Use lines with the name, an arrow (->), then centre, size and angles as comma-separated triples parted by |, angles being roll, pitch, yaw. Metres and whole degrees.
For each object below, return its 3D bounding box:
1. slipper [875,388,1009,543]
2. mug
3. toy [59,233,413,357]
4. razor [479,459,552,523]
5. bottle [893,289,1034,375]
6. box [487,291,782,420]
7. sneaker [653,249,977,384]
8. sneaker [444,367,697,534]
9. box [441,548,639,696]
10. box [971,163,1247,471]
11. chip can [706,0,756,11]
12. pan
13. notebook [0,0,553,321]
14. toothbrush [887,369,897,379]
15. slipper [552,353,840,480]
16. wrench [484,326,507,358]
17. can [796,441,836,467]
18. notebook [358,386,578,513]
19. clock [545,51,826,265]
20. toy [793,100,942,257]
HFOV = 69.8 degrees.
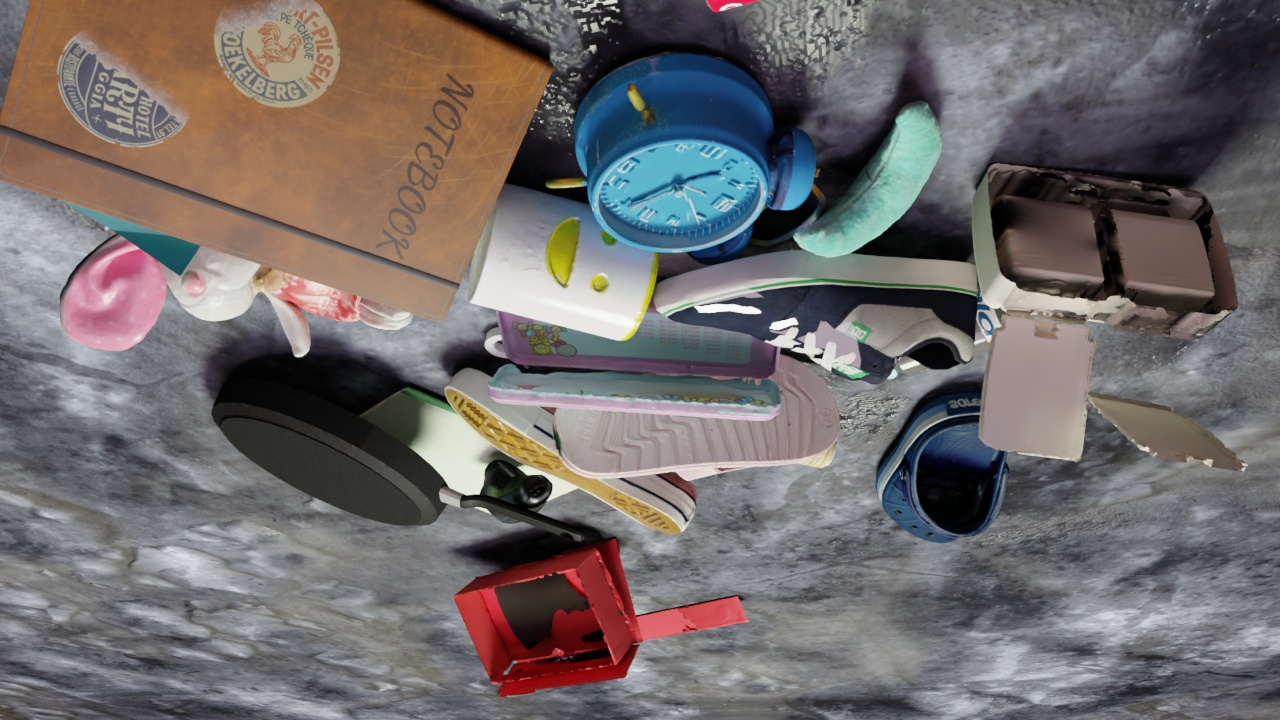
slipper -> 0.290, 0.120, 0.879 | 0.105, 0.095, 0.253 | -5, 145, 4
mug -> -0.051, -0.063, 0.595 | 0.106, 0.082, 0.083 | 13, 147, -17
toy -> -0.230, -0.059, 0.541 | 0.194, 0.084, 0.159 | 16, 116, -23
razor -> -0.118, 0.121, 0.872 | 0.053, 0.067, 0.152 | -32, 180, -21
bottle -> 0.237, -0.024, 0.684 | 0.113, 0.046, 0.047 | -22, 142, 33
box -> -0.003, -0.001, 0.682 | 0.214, 0.096, 0.077 | 3, 168, 5
sneaker -> 0.123, -0.024, 0.609 | 0.235, 0.079, 0.084 | 0, 172, -18
sneaker -> -0.050, 0.059, 0.796 | 0.241, 0.087, 0.118 | 30, 156, -5
box -> -0.158, 0.375, 1.045 | 0.214, 0.324, 0.153 | -20, 111, 32
box -> 0.271, -0.020, 0.552 | 0.143, 0.190, 0.069 | 8, 150, 1
chip can -> 0.128, -0.204, 0.371 | 0.221, 0.069, 0.069 | -9, 147, 17
pan -> -0.220, 0.110, 0.825 | 0.356, 0.034, 0.226 | 18, 152, 9
notebook -> -0.192, -0.122, 0.472 | 0.249, 0.014, 0.179 | 19, 108, -27
toothbrush -> 0.162, -0.034, 0.702 | 0.016, 0.016, 0.180 | -15, 144, 28
slipper -> 0.044, 0.050, 0.754 | 0.239, 0.094, 0.064 | -6, 167, -14
wrench -> 0.007, -0.028, 0.715 | 0.273, 0.018, 0.087 | -3, 148, 9
can -> 0.140, 0.076, 0.858 | 0.079, 0.038, 0.038 | 13, 147, -19
notebook -> -0.180, 0.102, 0.937 | 0.252, 0.010, 0.182 | 28, 139, -37
clock -> 0.036, -0.110, 0.537 | 0.161, 0.060, 0.117 | 16, 145, -28
toy -> 0.139, -0.105, 0.542 | 0.084, 0.033, 0.105 | -4, 136, -54
